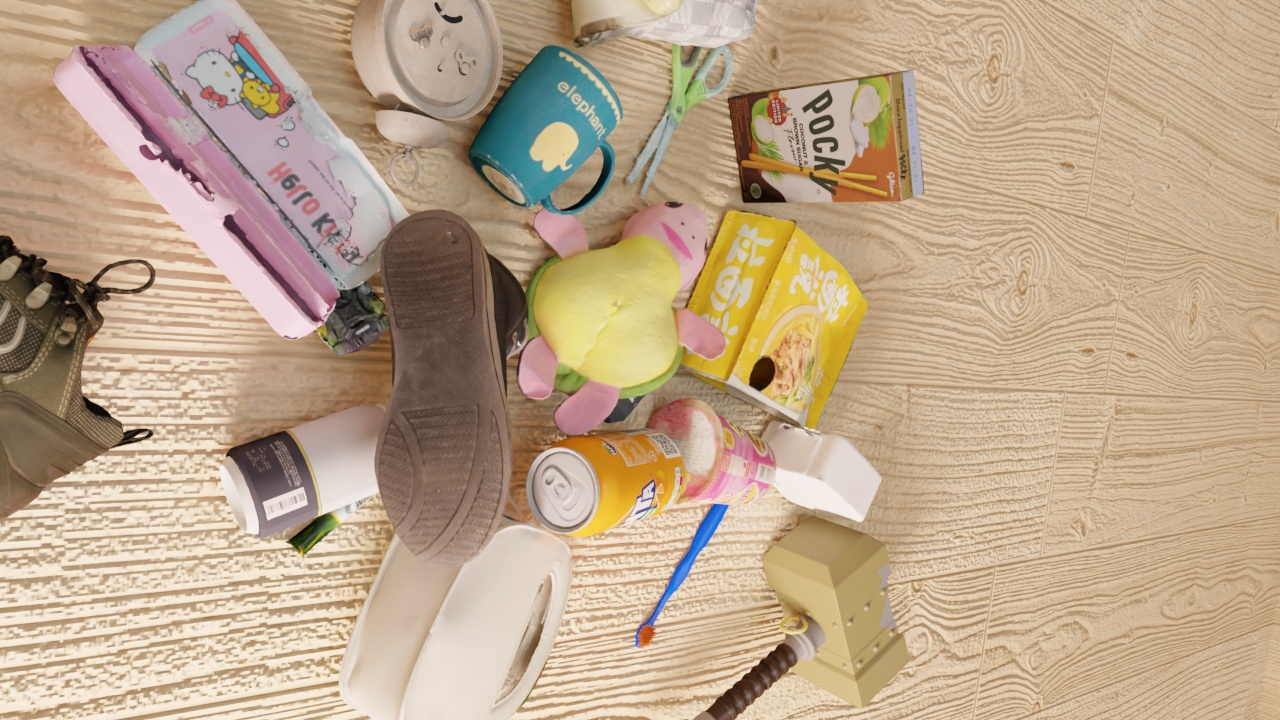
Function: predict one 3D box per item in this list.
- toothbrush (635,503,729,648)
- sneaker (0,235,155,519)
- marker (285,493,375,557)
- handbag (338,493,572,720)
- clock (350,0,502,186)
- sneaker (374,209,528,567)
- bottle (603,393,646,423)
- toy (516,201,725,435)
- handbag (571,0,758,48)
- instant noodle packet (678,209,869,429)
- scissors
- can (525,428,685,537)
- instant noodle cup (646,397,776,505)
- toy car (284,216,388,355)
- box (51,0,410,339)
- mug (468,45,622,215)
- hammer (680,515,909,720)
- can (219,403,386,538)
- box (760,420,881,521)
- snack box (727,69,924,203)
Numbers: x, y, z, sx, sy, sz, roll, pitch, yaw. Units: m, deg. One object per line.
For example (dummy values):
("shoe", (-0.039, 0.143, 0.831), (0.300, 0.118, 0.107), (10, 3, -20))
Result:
("toothbrush", (0.046, 0.202, 0.905), (0.016, 0.018, 0.182), (36, 74, -11))
("sneaker", (-0.342, -0.036, 0.507), (0.142, 0.101, 0.238), (-22, 115, -29))
("marker", (-0.202, 0.093, 0.694), (0.146, 0.017, 0.017), (-43, 121, -25))
("handbag", (-0.133, 0.204, 0.734), (0.199, 0.093, 0.200), (38, 73, -57))
("clock", (-0.159, -0.201, 0.649), (0.103, 0.061, 0.157), (11, 88, -51))
("sneaker", (-0.127, 0.022, 0.650), (0.095, 0.120, 0.234), (-8, 86, 6))
("bottle", (-0.005, 0.005, 0.814), (0.112, 0.047, 0.047), (-52, 124, -19))
("toy", (-0.019, -0.047, 0.765), (0.190, 0.088, 0.237), (33, 64, -3))
("handbag", (0.029, -0.314, 0.738), (0.171, 0.123, 0.112), (-9, 97, -31))
("instant noodle packet", (0.150, -0.028, 0.918), (0.221, 0.084, 0.163), (27, 83, -44))
("scissors", (0.026, -0.227, 0.822), (0.078, 0.033, 0.175), (41, 69, -39))
("can", (-0.026, 0.100, 0.765), (0.142, 0.079, 0.079), (0, 98, -60))
("instant noodle cup", (0.070, 0.095, 0.864), (0.108, 0.098, 0.097), (22, 83, -46))
("toy car", (-0.221, -0.055, 0.644), (0.048, 0.033, 0.105), (-36, 107, -24))
("box", (-0.252, -0.118, 0.583), (0.201, 0.073, 0.149), (54, 33, -19))
("mug", (-0.068, -0.166, 0.714), (0.104, 0.084, 0.112), (-52, 127, -12))
("hammer", (0.123, 0.323, 0.932), (0.324, 0.101, 0.190), (-30, 115, -31))
("can", (-0.221, 0.073, 0.645), (0.127, 0.064, 0.064), (-21, 110, -34))
("box", (0.180, 0.102, 0.938), (0.102, 0.107, 0.076), (43, 67, -34))
("snack box", (0.161, -0.194, 0.819), (0.031, 0.186, 0.101), (-23, 111, -33))
